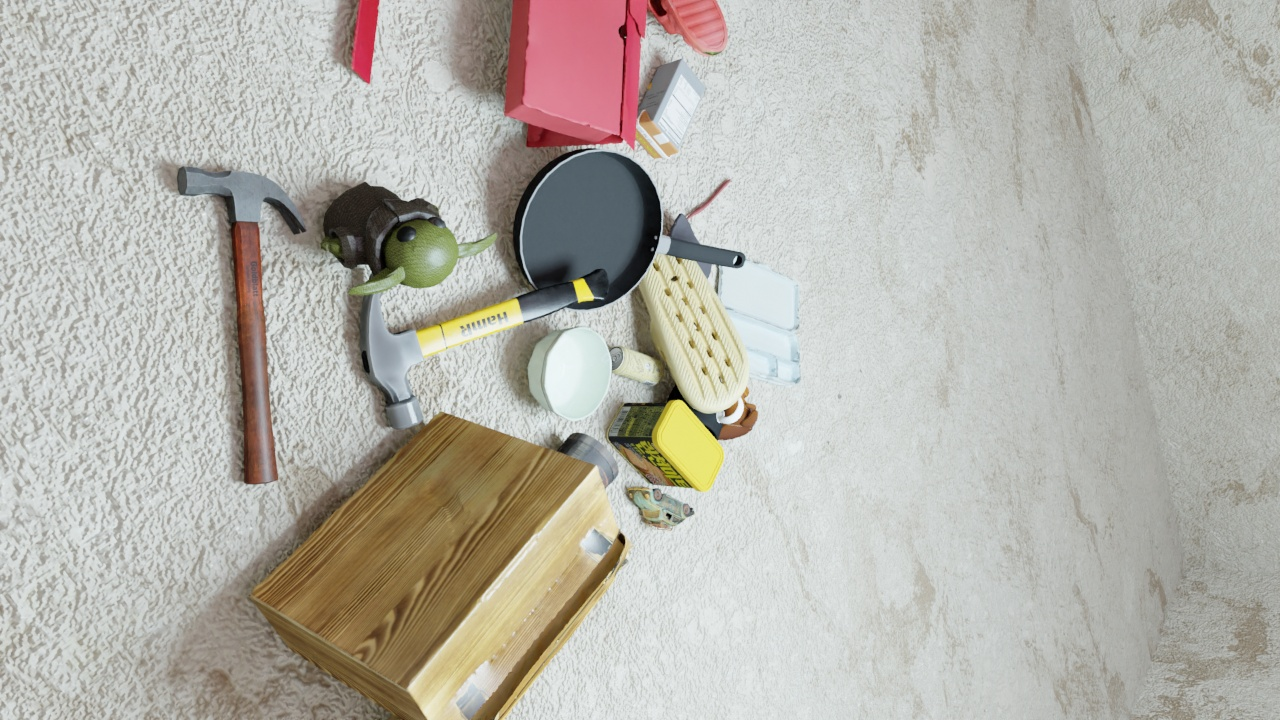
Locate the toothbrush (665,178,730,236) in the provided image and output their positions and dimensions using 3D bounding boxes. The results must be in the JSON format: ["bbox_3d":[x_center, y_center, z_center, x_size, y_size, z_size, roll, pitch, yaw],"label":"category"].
[{"bbox_3d":[0.091,-0.226,1.375,0.183,0.015,0.016,-48,124,-36],"label":"toothbrush"}]

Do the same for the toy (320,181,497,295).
[{"bbox_3d":[-0.252,-0.127,0.938,0.178,0.153,0.078,-30,137,-41],"label":"toy"}]

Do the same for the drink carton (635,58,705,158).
[{"bbox_3d":[0.038,-0.356,1.300,0.076,0.049,0.124,41,61,-36],"label":"drink carton"}]

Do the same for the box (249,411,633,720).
[{"bbox_3d":[-0.162,0.258,0.941,0.278,0.270,0.264,-47,136,-36],"label":"box"}]

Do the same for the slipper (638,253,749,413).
[{"bbox_3d":[0.066,-0.048,1.280,0.111,0.079,0.261,-21,80,-13],"label":"slipper"}]

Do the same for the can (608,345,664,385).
[{"bbox_3d":[-0.007,0.007,1.248,0.079,0.038,0.038,20,74,-43],"label":"can"}]

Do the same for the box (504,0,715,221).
[{"bbox_3d":[0.000,-0.353,1.216,0.466,0.138,0.214,12,79,-52],"label":"box"}]

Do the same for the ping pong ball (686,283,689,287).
[{"bbox_3d":[0.069,-0.108,1.328,0.040,0.040,0.040,2,87,-45],"label":"ping pong ball"}]

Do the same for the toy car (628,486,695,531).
[{"bbox_3d":[0.028,0.209,1.268,0.112,0.047,0.047,33,60,-39],"label":"toy car"}]

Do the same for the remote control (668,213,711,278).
[{"bbox_3d":[0.074,-0.161,1.342,0.124,0.009,0.046,52,56,-46],"label":"remote control"}]

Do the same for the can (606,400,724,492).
[{"bbox_3d":[0.033,0.115,1.240,0.131,0.101,0.072,49,56,-32],"label":"can"}]

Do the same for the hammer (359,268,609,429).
[{"bbox_3d":[-0.169,-0.053,1.057,0.323,0.034,0.170,-22,104,-33],"label":"hammer"}]

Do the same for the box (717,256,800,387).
[{"bbox_3d":[0.187,-0.062,1.458,0.208,0.038,0.189,13,72,-45],"label":"box"}]

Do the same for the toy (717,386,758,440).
[{"bbox_3d":[0.124,0.076,1.384,0.102,0.071,0.090,-11,83,-22],"label":"toy"}]

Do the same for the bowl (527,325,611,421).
[{"bbox_3d":[-0.096,0.013,1.138,0.117,0.061,0.117,-10,104,-47],"label":"bowl"}]

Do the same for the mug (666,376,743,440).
[{"bbox_3d":[0.094,0.060,1.294,0.085,0.119,0.100,48,47,-38],"label":"mug"}]

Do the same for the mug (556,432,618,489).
[{"bbox_3d":[-0.088,0.166,1.143,0.107,0.080,0.116,-47,147,-34],"label":"mug"}]

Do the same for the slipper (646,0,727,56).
[{"bbox_3d":[0.033,-0.534,1.298,0.103,0.059,0.249,-38,99,-38],"label":"slipper"}]

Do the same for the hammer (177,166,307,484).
[{"bbox_3d":[-0.375,-0.031,0.887,0.110,0.028,0.300,-4,92,-44],"label":"hammer"}]

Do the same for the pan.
[{"bbox_3d":[-0.005,-0.157,1.189,0.355,0.044,0.204,5,108,-37],"label":"pan"}]
